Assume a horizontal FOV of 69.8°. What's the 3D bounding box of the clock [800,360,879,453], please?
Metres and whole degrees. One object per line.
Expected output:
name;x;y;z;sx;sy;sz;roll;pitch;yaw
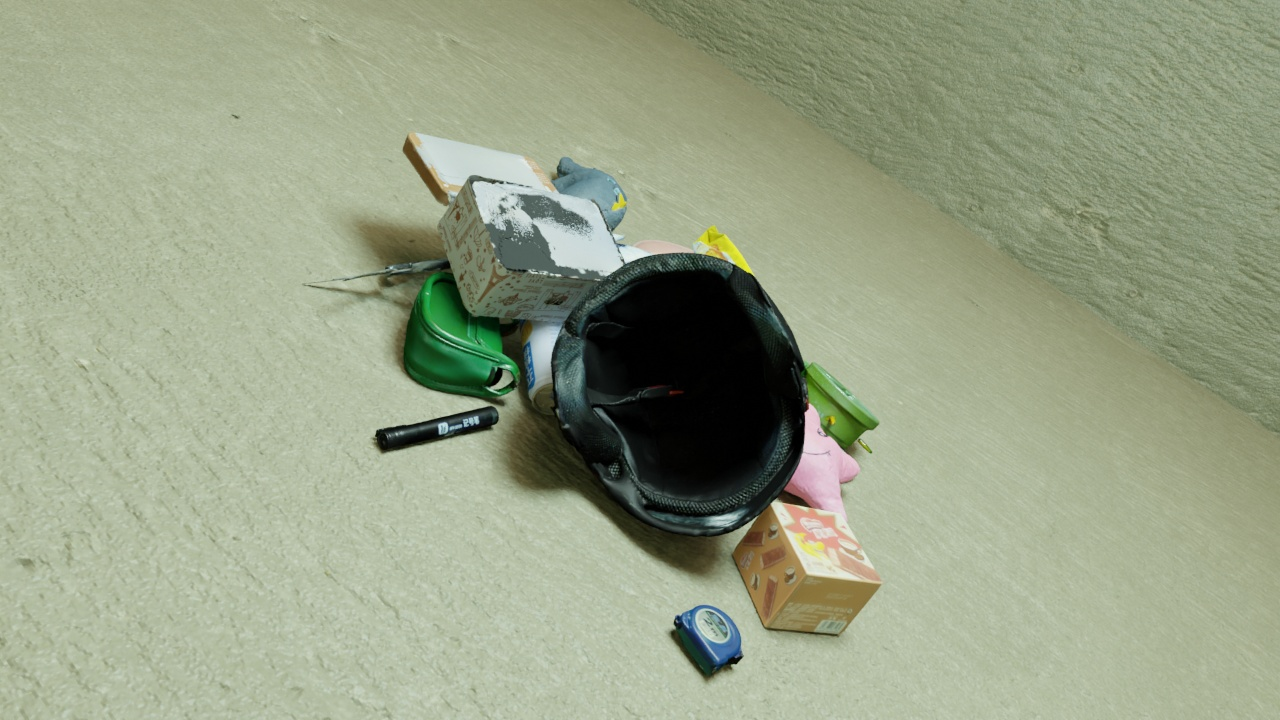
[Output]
clock;0.243;0.052;1.207;0.116;0.056;0.161;35;13;-36

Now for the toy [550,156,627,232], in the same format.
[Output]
toy;-0.090;-0.235;1.370;0.138;0.092;0.355;15;26;-2

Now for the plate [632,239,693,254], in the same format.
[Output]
plate;0.084;-0.108;1.386;0.229;0.028;0.229;22;27;-13

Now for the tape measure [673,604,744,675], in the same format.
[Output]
tape measure;0.059;0.238;0.787;0.054;0.025;0.058;-3;46;-49

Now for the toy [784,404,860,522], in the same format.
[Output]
toy;0.170;0.096;1.069;0.194;0.075;0.178;30;36;0

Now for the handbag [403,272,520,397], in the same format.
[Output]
handbag;-0.182;-0.027;0.955;0.120;0.068;0.131;17;30;-22

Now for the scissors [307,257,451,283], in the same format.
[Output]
scissors;-0.265;-0.094;0.978;0.159;0.014;0.176;-6;10;15

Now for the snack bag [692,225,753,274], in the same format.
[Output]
snack bag;0.136;-0.051;1.187;0.158;0.068;0.246;56;18;-38

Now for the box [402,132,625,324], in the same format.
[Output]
box;-0.139;-0.165;1.009;0.177;0.088;0.262;3;52;-41

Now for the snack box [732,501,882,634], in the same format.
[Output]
snack box;0.159;0.200;0.886;0.092;0.077;0.094;13;31;-27

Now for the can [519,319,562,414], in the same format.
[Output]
can;-0.100;-0.007;0.996;0.053;0.053;0.134;14;41;-27

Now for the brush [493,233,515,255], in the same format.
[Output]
brush;-0.194;-0.223;1.261;0.083;0.046;0.254;16;41;-4

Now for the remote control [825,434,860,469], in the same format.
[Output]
remote control;0.216;0.097;1.174;0.058;0.021;0.150;-2;40;-45

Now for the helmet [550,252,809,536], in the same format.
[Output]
helmet;0.045;0.032;0.905;0.230;0.233;0.274;22;50;-80

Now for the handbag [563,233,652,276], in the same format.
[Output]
handbag;-0.073;-0.121;1.178;0.134;0.076;0.193;13;17;20

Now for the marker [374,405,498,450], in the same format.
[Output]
marker;-0.187;0.062;0.856;0.022;0.020;0.131;27;24;33
